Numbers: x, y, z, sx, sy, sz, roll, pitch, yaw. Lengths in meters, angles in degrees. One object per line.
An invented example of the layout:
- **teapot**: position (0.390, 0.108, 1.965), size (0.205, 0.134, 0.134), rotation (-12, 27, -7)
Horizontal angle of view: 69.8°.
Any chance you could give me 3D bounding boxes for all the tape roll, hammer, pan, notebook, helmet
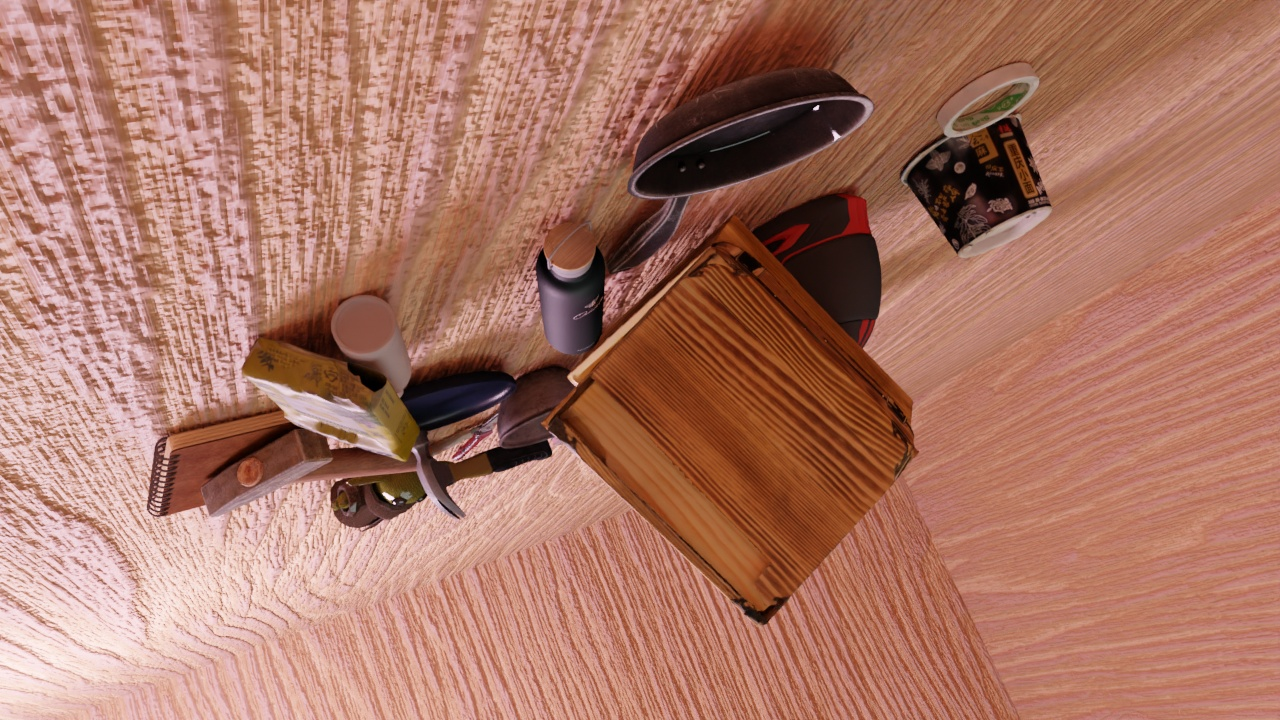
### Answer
- **tape roll**: position (0.332, -0.249, 0.879), size (0.094, 0.018, 0.094), rotation (-21, 166, -6)
- **hammer**: position (-0.203, 0.139, 1.262), size (0.025, 0.118, 0.332), rotation (-24, 174, 18)
- **hammer**: position (-0.345, 0.122, 1.068), size (0.158, 0.037, 0.300), rotation (-27, 168, 19)
- **pan**: position (-0.267, 0.076, 1.139), size (0.198, 0.021, 0.357), rotation (-15, 167, -24)
- **notebook**: position (-0.437, 0.109, 0.990), size (0.167, 0.024, 0.226), rotation (-14, 163, -35)
- **pan**: position (0.043, -0.144, 0.756), size (0.187, 0.055, 0.358), rotation (-15, 176, -27)
- **helmet**: position (0.171, -0.053, 1.040), size (0.265, 0.170, 0.163), rotation (-32, 163, 34)

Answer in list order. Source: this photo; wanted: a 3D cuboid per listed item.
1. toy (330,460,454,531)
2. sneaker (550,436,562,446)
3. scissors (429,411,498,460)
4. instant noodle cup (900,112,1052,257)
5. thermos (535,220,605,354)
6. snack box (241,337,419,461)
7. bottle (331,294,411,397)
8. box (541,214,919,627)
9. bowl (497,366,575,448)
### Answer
- **toy**: position (-0.351, 0.179, 1.254), size (0.153, 0.078, 0.179), rotation (-27, 166, 33)
- **sneaker**: position (-0.059, 0.096, 1.375), size (0.118, 0.088, 0.242), rotation (-12, 167, -39)
- **scissors**: position (-0.250, 0.112, 1.311), size (0.179, 0.015, 0.195), rotation (-19, 165, -17)
- **instant noodle cup**: position (0.368, -0.182, 0.987), size (0.137, 0.112, 0.137), rotation (-22, 167, -6)
- **thermos**: position (-0.063, -0.067, 0.842), size (0.061, 0.061, 0.232), rotation (-21, 166, -9)
- **snack box**: position (-0.274, 0.040, 0.826), size (0.121, 0.045, 0.181), rotation (18, 161, 1)
- **bottle**: position (-0.238, 0.000, 0.839), size (0.052, 0.052, 0.195), rotation (-19, 166, -14)
- **box**: position (0.094, 0.052, 0.878), size (0.270, 0.279, 0.262), rotation (-42, -174, 30)
- **bowl**: position (-0.125, 0.054, 1.183), size (0.145, 0.067, 0.145), rotation (-21, 166, -6)
